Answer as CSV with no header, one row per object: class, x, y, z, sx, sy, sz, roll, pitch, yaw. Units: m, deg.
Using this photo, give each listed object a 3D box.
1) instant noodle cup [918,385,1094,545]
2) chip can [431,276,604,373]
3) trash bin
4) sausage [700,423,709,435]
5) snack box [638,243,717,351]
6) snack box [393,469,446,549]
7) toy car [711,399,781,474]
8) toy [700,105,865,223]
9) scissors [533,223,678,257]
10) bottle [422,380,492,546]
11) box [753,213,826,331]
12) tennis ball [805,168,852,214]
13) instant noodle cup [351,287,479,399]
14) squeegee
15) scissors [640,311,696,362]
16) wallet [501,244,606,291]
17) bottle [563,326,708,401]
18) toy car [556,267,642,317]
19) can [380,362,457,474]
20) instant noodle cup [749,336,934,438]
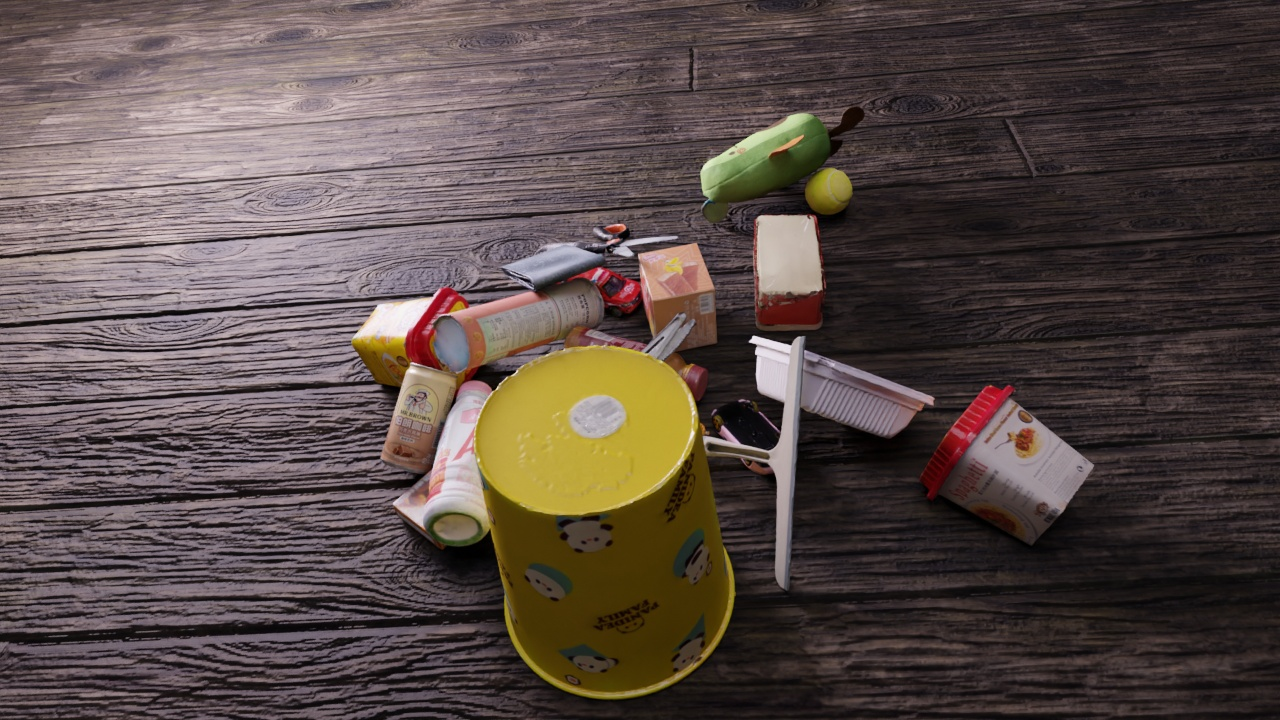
instant noodle cup,0.364,0.107,0.912,0.124,0.117,0.116,37,59,21
chip can,-0.142,-0.045,1.098,0.071,0.071,0.214,31,34,32
trash bin,-0.034,0.139,0.823,0.230,0.256,0.229,-4,45,4
sausage,0.001,0.066,1.056,0.165,0.021,0.021,13,48,19
snack box,0.046,-0.077,1.141,0.077,0.093,0.094,-12,45,-4
snack box,-0.190,0.133,1.011,0.075,0.026,0.153,28,55,30
toy car,0.124,0.086,1.012,0.056,0.037,0.122,-18,33,-15
toy,0.190,-0.285,1.290,0.246,0.227,0.090,-26,91,-9
scissors,-0.044,-0.159,1.225,0.221,0.022,0.223,-9,20,19
bottle,-0.185,0.102,0.978,0.068,0.068,0.196,-5,41,2
box,0.187,-0.122,1.179,0.091,0.079,0.168,-1,45,6
tennis ball,0.265,-0.238,1.294,0.065,0.066,0.065,-4,45,4
instant noodle cup,-0.272,-0.019,1.122,0.124,0.116,0.115,2,45,25
squeegee,0.071,0.093,0.973,0.247,0.246,0.039,5,2,42
scissors,-0.031,0.019,1.053,0.195,0.015,0.205,3,67,22
wallet,-0.110,-0.118,1.142,0.097,0.019,0.121,-22,24,-21
bottle,-0.006,0.006,1.090,0.175,0.057,0.057,16,49,22
toy car,-0.055,-0.096,1.210,0.121,0.045,0.052,17,51,20
can,-0.247,0.065,1.026,0.058,0.058,0.116,13,85,20
instant noodle cup,0.205,0.032,0.976,0.173,0.060,0.138,17,3,-20
